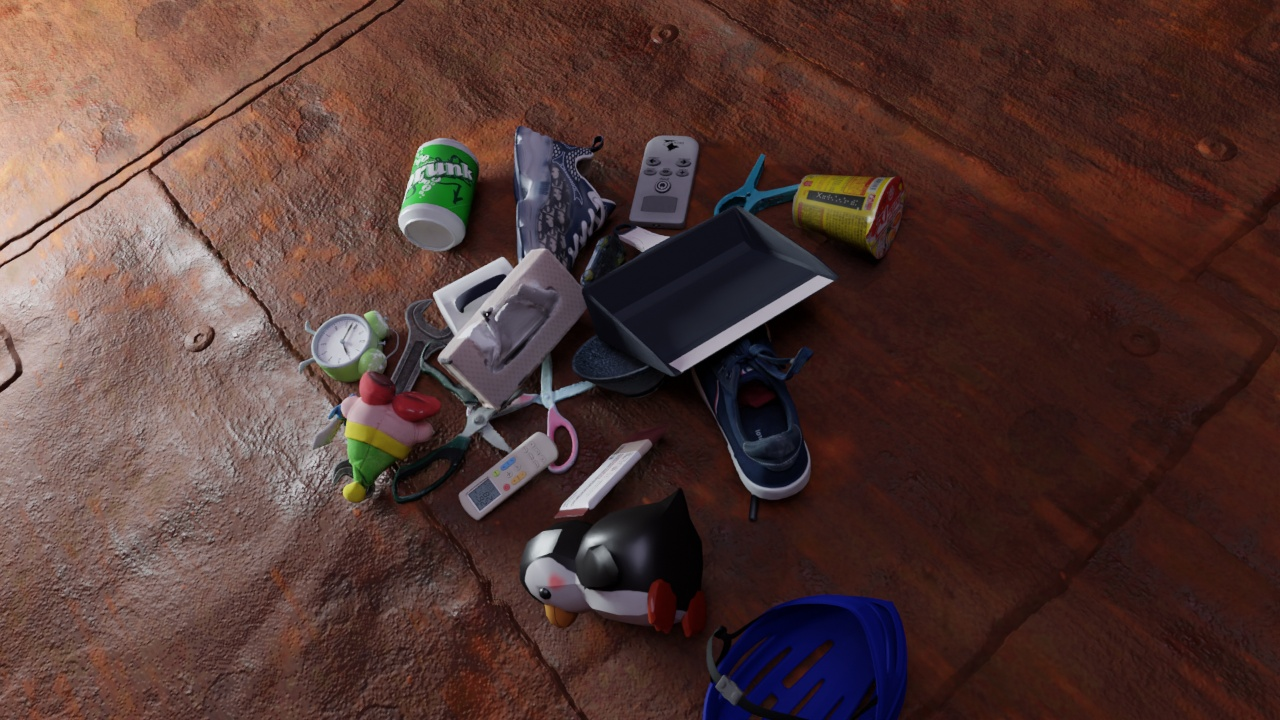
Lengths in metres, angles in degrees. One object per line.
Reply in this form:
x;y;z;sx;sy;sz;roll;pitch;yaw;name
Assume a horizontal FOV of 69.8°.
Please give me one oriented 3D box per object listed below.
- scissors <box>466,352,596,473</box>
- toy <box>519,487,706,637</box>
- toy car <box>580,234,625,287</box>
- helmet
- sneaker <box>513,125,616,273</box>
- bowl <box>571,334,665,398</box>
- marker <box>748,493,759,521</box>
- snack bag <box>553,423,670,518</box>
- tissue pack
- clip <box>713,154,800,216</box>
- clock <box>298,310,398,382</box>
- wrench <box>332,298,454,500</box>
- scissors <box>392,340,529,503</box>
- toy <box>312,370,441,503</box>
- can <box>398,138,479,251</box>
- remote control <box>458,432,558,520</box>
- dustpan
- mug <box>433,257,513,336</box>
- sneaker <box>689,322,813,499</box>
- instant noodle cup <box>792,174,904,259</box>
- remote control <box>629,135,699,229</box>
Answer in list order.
-0.126;0.059;1.095;0.177;0.013;0.170;-8;61;7;scissors
-0.036;0.201;0.930;0.184;0.159;0.140;-6;69;28;toy
-0.049;-0.120;1.170;0.027;0.038;0.089;-9;50;48;toy car
0.138;0.277;0.798;0.241;0.228;0.148;-44;53;-13;helmet
-0.095;-0.183;1.187;0.132;0.103;0.269;-1;66;-9;sneaker
-0.006;0.006;1.067;0.137;0.057;0.136;-16;27;8;bowl
0.133;0.106;1.022;0.011;0.011;0.151;4;62;13;marker
-0.029;0.119;0.998;0.057;0.013;0.157;-18;20;50;snack bag
-0.143;-0.040;1.058;0.181;0.104;0.071;-49;28;-16;tissue pack
0.148;-0.206;1.190;0.116;0.026;0.097;-39;59;-12;clip
-0.365;-0.017;1.167;0.119;0.042;0.094;-6;61;8;clock
-0.301;0.044;1.125;0.070;0.010;0.272;24;66;-7;wrench
-0.234;0.064;1.099;0.201;0.015;0.205;-34;62;-3;scissors
-0.309;0.086;1.052;0.124;0.096;0.131;24;107;-4;toy
-0.271;-0.224;1.241;0.088;0.088;0.139;0;61;11;can
-0.149;0.131;1.043;0.125;0.018;0.038;-38;81;-1;remote control
0.050;-0.105;1.081;0.235;0.080;0.273;-30;28;-20;dustpan
-0.192;-0.075;1.123;0.096;0.112;0.078;-30;85;-13;mug
0.116;0.001;1.010;0.121;0.127;0.294;-16;47;1;sneaker
0.253;-0.186;1.125;0.112;0.100;0.100;19;65;31;instant noodle cup
0.034;-0.243;1.234;0.074;0.019;0.150;5;62;13;remote control
